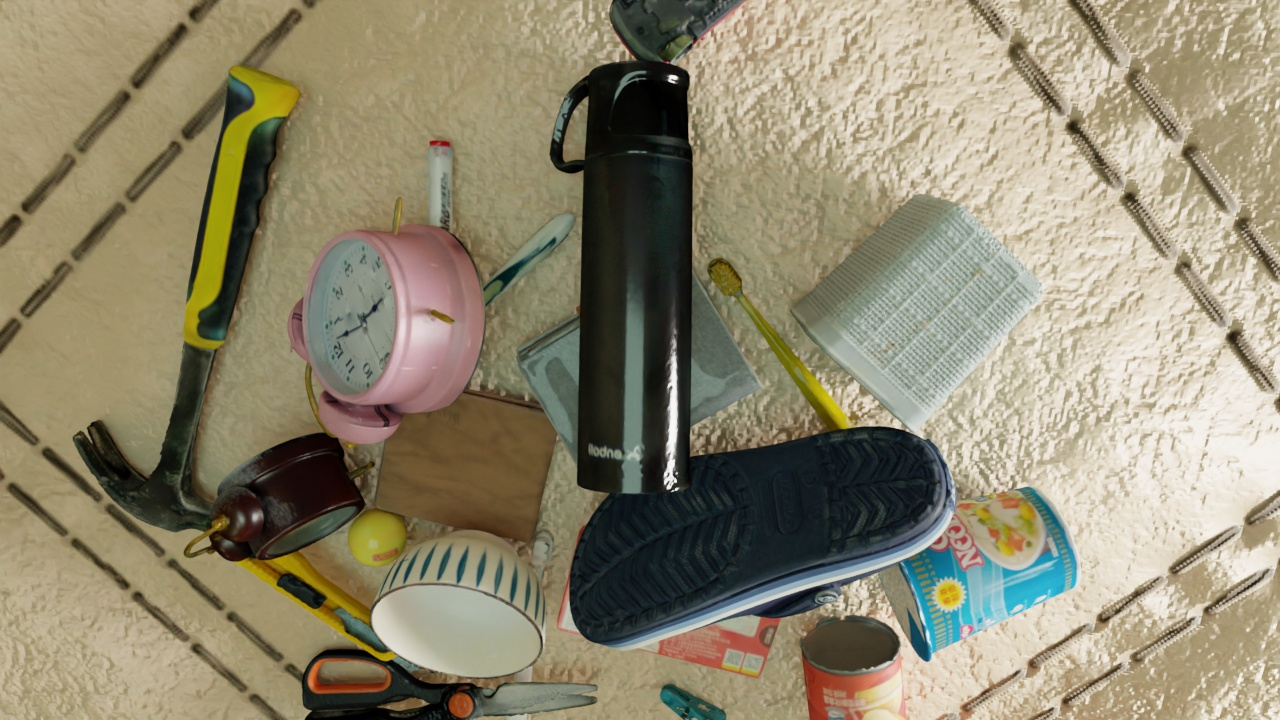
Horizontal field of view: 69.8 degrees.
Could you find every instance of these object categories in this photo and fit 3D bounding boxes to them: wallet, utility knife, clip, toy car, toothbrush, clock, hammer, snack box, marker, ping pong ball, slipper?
[{"bbox_3d":[-0.119,0.068,0.626,0.115,0.020,0.101,12,109,-6],"label":"wallet"},{"bbox_3d":[-0.218,0.172,0.648,0.176,0.015,0.033,40,101,-15],"label":"utility knife"},{"bbox_3d":[0.039,0.260,0.682,0.055,0.034,0.013,29,104,4],"label":"clip"},{"bbox_3d":[0.038,-0.218,0.523,0.120,0.045,0.053,-36,100,7],"label":"toy car"},{"bbox_3d":[-0.004,0.003,0.595,0.130,0.037,0.106,-30,91,3],"label":"wallet"},{"bbox_3d":[-0.083,0.208,0.675,0.016,0.016,0.180,12,108,6],"label":"toothbrush"},{"bbox_3d":[-0.165,-0.015,0.565,0.159,0.059,0.117,-44,65,33],"label":"clock"},{"bbox_3d":[-0.288,-0.031,0.605,0.126,0.031,0.324,19,107,-4],"label":"hammer"},{"bbox_3d":[0.022,0.172,0.653,0.153,0.025,0.075,14,106,-2],"label":"snack box"},{"bbox_3d":[0.105,0.009,0.604,0.016,0.016,0.190,-36,102,13],"label":"toothbrush"},{"bbox_3d":[-0.128,-0.065,0.584,0.017,0.017,0.145,2,99,2],"label":"marker"},{"bbox_3d":[-0.184,0.124,0.642,0.040,0.040,0.040,1,107,3],"label":"ping pong ball"},{"bbox_3d":[0.075,0.113,0.589,0.253,0.105,0.095,-22,141,15],"label":"slipper"},{"bbox_3d":[-0.113,-0.031,0.603,0.192,0.018,0.016,-40,102,15],"label":"toothbrush"},{"bbox_3d":[-0.237,0.094,0.599,0.055,0.121,0.082,58,144,10],"label":"clock"}]

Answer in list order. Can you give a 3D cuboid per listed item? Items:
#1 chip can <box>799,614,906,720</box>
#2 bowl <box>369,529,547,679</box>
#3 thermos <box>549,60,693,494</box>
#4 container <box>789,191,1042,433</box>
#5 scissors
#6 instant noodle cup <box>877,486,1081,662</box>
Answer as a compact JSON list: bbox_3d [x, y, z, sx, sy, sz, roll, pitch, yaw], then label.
[{"bbox_3d":[0.161,0.294,0.660,0.073,0.073,0.217,-7,106,5],"label":"chip can"},{"bbox_3d":[-0.118,0.159,0.627,0.116,0.066,0.117,4,133,4],"label":"bowl"},{"bbox_3d":[-0.011,-0.047,0.548,0.090,0.068,0.242,1,92,32],"label":"thermos"},{"bbox_3d":[0.165,-0.033,0.552,0.090,0.090,0.111,42,101,-10],"label":"container"},{"bbox_3d":[-0.142,0.268,0.683,0.235,0.021,0.139,15,94,7],"label":"scissors"},{"bbox_3d":[0.218,0.132,0.601,0.110,0.099,0.099,-19,105,0],"label":"instant noodle cup"}]
